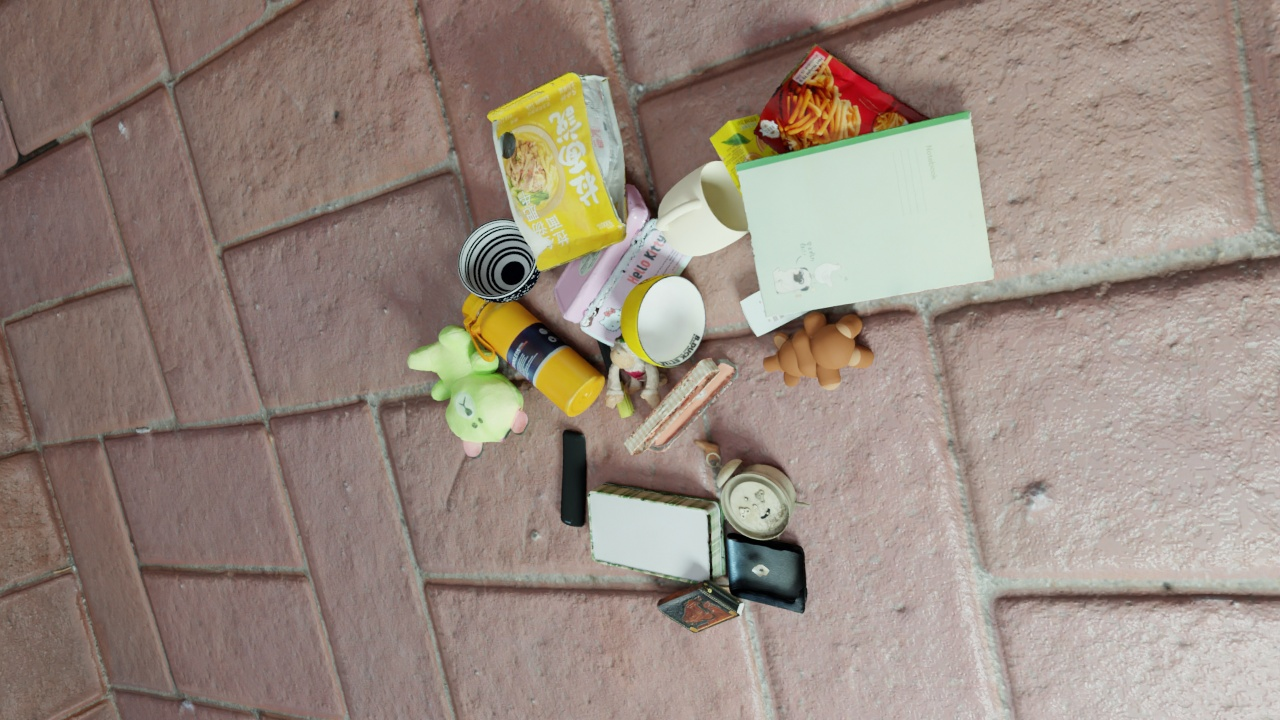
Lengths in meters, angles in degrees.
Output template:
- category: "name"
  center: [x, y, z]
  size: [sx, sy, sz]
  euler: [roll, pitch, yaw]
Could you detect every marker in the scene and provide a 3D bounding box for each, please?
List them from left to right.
- category: "marker"
  center: [-0.037, 0.019, 1.289]
  size: [0.021, 0.017, 0.124]
  euler: [-17, 92, 35]

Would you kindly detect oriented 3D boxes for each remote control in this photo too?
- category: "remote control"
  center: [-0.102, 0.178, 1.374]
  size: [0.041, 0.020, 0.152]
  euler: [11, 108, 30]
- category: "remote control"
  center: [0.187, -0.078, 1.109]
  size: [0.144, 0.024, 0.049]
  euler: [-28, 87, 37]

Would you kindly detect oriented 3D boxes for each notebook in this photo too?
- category: "notebook"
  center: [0.244, -0.155, 1.011]
  size: [0.253, 0.010, 0.182]
  euler: [-9, 103, 20]

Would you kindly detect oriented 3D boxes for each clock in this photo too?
- category: "clock"
  center: [0.143, 0.166, 1.187]
  size: [0.141, 0.054, 0.093]
  euler: [40, 124, 10]

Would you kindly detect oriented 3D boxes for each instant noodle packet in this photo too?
- category: "instant noodle packet"
  center: [-0.101, -0.242, 1.199]
  size: [0.163, 0.084, 0.221]
  euler: [-15, 85, 36]

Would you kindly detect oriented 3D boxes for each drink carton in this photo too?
- category: "drink carton"
  center: [0.140, -0.217, 1.079]
  size: [0.043, 0.058, 0.134]
  euler: [-33, 84, 50]

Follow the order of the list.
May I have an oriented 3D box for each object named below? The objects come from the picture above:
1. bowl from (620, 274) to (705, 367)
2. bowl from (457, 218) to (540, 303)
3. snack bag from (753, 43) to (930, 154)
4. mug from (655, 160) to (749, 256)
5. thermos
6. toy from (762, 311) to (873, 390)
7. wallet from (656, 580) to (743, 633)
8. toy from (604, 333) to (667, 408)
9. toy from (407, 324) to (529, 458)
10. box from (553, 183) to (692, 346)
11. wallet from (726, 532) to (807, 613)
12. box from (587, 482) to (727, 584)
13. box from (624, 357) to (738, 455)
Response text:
- category: "bowl"
  center: [0.020, -0.053, 1.178]
  size: [0.068, 0.117, 0.117]
  euler: [9, 108, 50]
- category: "bowl"
  center: [-0.193, -0.135, 1.314]
  size: [0.120, 0.066, 0.120]
  euler: [-4, 73, 14]
- category: "snack bag"
  center: [0.240, -0.244, 1.024]
  size: [0.208, 0.066, 0.139]
  euler: [40, 116, 8]
- category: "mug"
  center: [0.066, -0.175, 1.105]
  size: [0.100, 0.120, 0.096]
  euler: [-27, 82, 46]
- category: "thermos"
  center: [-0.164, -0.017, 1.318]
  size: [0.232, 0.091, 0.076]
  euler: [40, 131, 18]
- category: "toy"
  center: [0.208, -0.008, 1.101]
  size: [0.128, 0.065, 0.095]
  euler: [-18, 85, 44]
- category: "wallet"
  center: [0.081, 0.338, 1.259]
  size: [0.072, 0.019, 0.123]
  euler: [34, 142, -11]
- category: "toy"
  center: [-0.007, 0.007, 1.229]
  size: [0.085, 0.074, 0.106]
  euler: [3, 113, 38]
- category: "toy"
  center: [-0.252, 0.042, 1.392]
  size: [0.150, 0.107, 0.197]
  euler: [-32, 92, 30]
- category: "box"
  center: [-0.033, -0.120, 1.216]
  size: [0.146, 0.077, 0.202]
  euler: [46, 122, 16]
- category: "wallet"
  center: [0.168, 0.278, 1.215]
  size: [0.115, 0.026, 0.089]
  euler: [6, 111, 32]
- category: "box"
  center: [0.022, 0.241, 1.292]
  size: [0.206, 0.051, 0.118]
  euler: [2, 100, 33]
- category: "box"
  center: [0.052, 0.063, 1.210]
  size: [0.187, 0.082, 0.041]
  euler: [-49, 66, 34]
